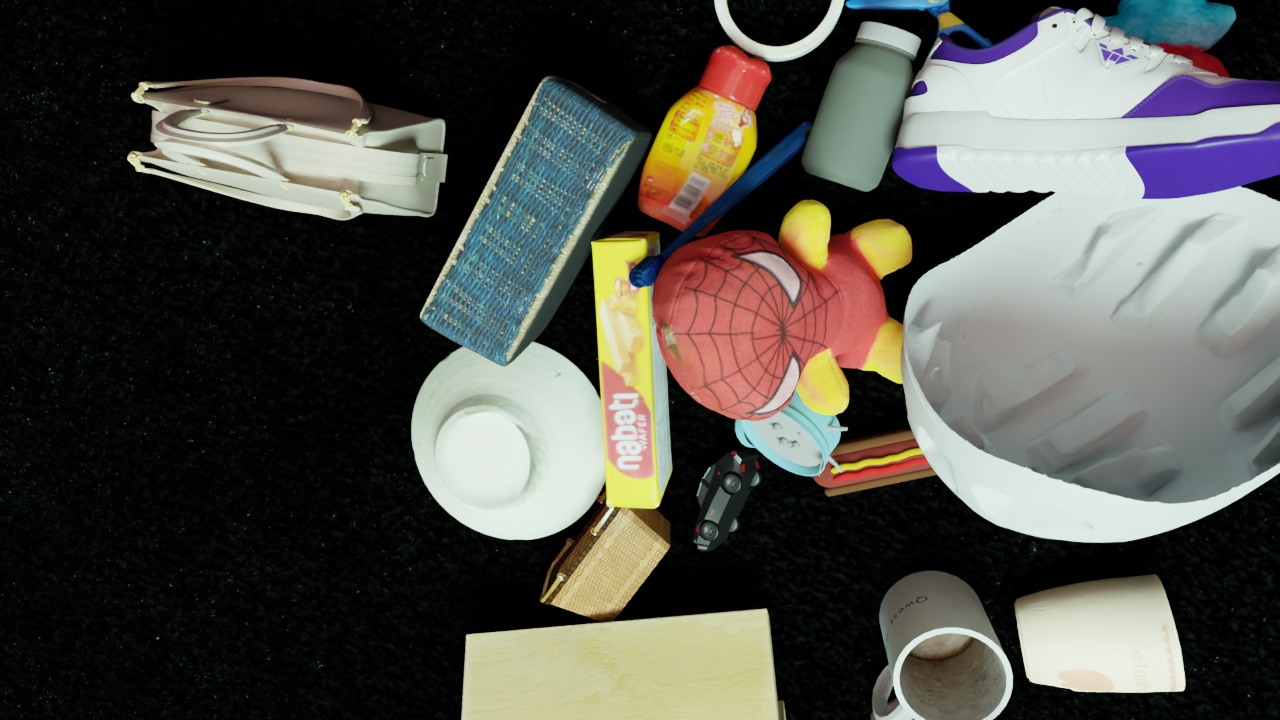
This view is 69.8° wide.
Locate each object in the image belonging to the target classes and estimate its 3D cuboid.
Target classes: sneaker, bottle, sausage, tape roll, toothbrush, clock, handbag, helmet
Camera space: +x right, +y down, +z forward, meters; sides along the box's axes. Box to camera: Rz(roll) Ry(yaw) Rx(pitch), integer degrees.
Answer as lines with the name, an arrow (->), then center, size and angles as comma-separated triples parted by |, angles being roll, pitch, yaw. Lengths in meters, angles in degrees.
sneaker -> 0.289, -0.169, 0.581 | 0.245, 0.091, 0.111 | 6, 84, 26
bottle -> 0.159, -0.180, 0.654 | 0.060, 0.060, 0.108 | 19, 104, 4
sausage -> 0.209, 0.071, 0.710 | 0.156, 0.040, 0.040 | -14, 99, 11
tape roll -> 0.101, -0.267, 0.665 | 0.094, 0.019, 0.094 | 2, 101, 9
bottle -> 0.050, -0.163, 0.680 | 0.071, 0.048, 0.134 | 26, 105, 5
toothbrush -> 0.063, -0.113, 0.655 | 0.189, 0.017, 0.016 | -42, 115, -18
clock -> 0.097, 0.044, 0.698 | 0.123, 0.087, 0.041 | 29, 61, 27
handbag -> -0.258, -0.152, 0.654 | 0.195, 0.197, 0.101 | 11, 103, 7
helmet -> 0.311, -0.006, 0.594 | 0.282, 0.184, 0.224 | -40, 59, 4

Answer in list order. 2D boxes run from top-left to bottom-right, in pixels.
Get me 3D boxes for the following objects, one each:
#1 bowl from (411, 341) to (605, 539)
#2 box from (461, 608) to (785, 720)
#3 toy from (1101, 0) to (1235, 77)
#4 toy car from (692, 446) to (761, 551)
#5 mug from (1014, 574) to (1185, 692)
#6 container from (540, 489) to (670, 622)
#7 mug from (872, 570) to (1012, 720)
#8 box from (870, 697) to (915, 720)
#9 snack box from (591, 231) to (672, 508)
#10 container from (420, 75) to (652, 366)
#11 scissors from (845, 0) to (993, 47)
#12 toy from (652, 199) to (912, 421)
bowl -> -0.115, 0.072, 0.746 | 0.177, 0.057, 0.177 | 2, 101, 12
box -> -0.010, 0.301, 0.733 | 0.249, 0.141, 0.179 | -7, 117, 9
toy -> 0.351, -0.196, 0.623 | 0.092, 0.062, 0.133 | 4, 87, 13
toy car -> 0.065, 0.110, 0.741 | 0.036, 0.042, 0.092 | 31, 107, 28
mug -> 0.349, 0.220, 0.705 | 0.104, 0.085, 0.111 | -9, 130, 20
container -> -0.025, 0.160, 0.756 | 0.061, 0.063, 0.114 | 34, 105, -7
mug -> 0.222, 0.236, 0.713 | 0.083, 0.096, 0.120 | 35, 105, 0
box -> 0.235, 0.328, 0.661 | 0.099, 0.232, 0.080 | -35, 95, 13
snack box -> -0.004, 0.004, 0.702 | 0.042, 0.092, 0.201 | -2, 102, 8
container -> -0.069, -0.100, 0.662 | 0.071, 0.145, 0.188 | 30, 105, -2
scissors -> 0.213, -0.266, 0.650 | 0.131, 0.018, 0.109 | 38, 106, 1
toy -> 0.099, -0.030, 0.633 | 0.215, 0.099, 0.147 | -10, 90, -32
